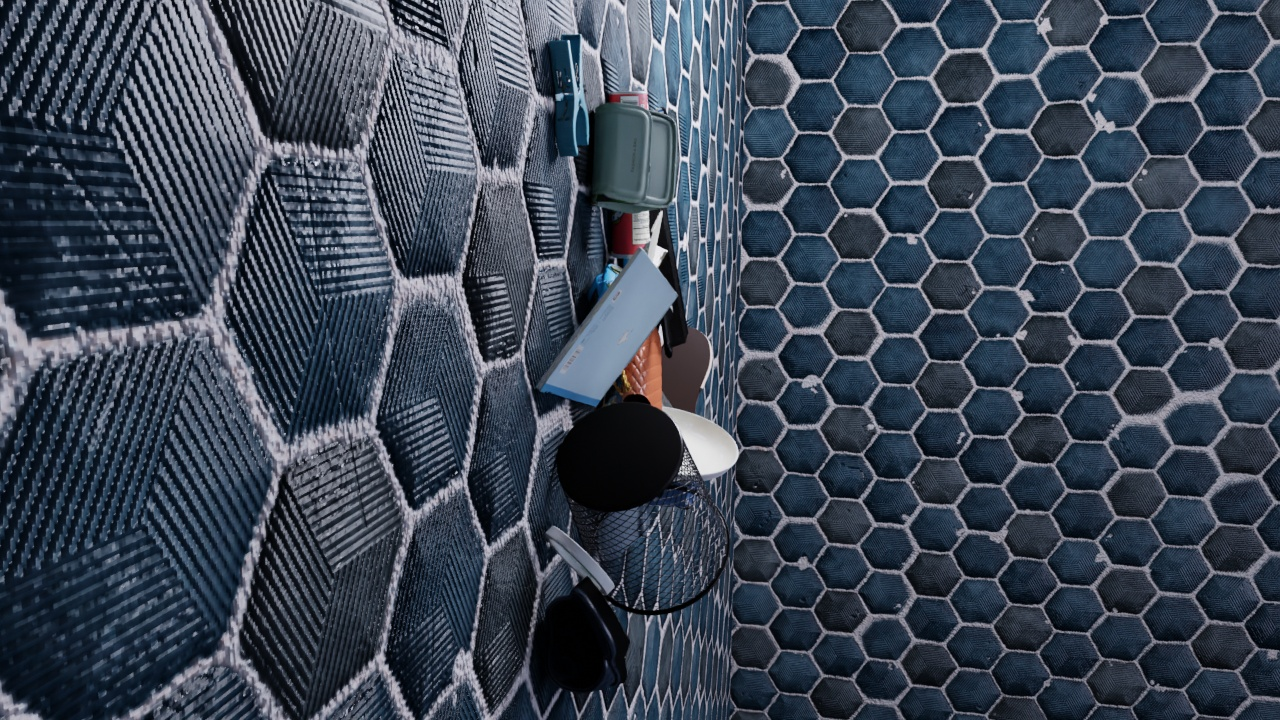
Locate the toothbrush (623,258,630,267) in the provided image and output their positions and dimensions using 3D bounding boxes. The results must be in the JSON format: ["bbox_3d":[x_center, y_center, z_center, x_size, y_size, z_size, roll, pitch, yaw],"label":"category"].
[{"bbox_3d":[-0.021,-0.132,1.302,0.022,0.017,0.135,-16,108,-75],"label":"toothbrush"}]

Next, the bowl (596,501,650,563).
[{"bbox_3d":[-0.018,0.216,1.280,0.137,0.057,0.137,3,89,-79],"label":"bowl"}]

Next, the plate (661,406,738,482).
[{"bbox_3d":[0.044,0.123,1.284,0.182,0.182,0.034,-63,166,-65],"label":"plate"}]

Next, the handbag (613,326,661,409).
[{"bbox_3d":[-0.007,0.008,1.255,0.109,0.060,0.171,77,10,-51],"label":"handbag"}]

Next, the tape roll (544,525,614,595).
[{"bbox_3d":[-0.065,0.213,0.977,0.013,0.093,0.093,-44,151,-18],"label":"tape roll"}]

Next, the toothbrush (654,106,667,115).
[{"bbox_3d":[0.007,-0.294,1.255,0.014,0.014,0.168,63,-23,12],"label":"toothbrush"}]

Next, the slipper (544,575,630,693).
[{"bbox_3d":[-0.071,0.316,1.013,0.109,0.083,0.266,54,-18,20],"label":"slipper"}]

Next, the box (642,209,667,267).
[{"bbox_3d":[0.001,-0.115,1.150,0.185,0.044,0.143,-60,-175,36],"label":"box"}]

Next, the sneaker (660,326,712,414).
[{"bbox_3d":[0.043,0.092,1.510,0.117,0.111,0.293,114,-14,-62],"label":"sneaker"}]

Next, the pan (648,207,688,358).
[{"bbox_3d":[0.041,-0.099,1.325,0.355,0.034,0.226,-94,173,-60],"label":"pan"}]

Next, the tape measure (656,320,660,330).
[{"bbox_3d":[0.007,-0.073,1.397,0.072,0.042,0.071,-64,148,-53],"label":"tape measure"}]

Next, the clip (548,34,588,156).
[{"bbox_3d":[-0.079,-0.271,0.966,0.130,0.030,0.119,82,20,-44],"label":"clip"}]

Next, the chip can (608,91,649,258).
[{"bbox_3d":[-0.015,-0.246,1.223,0.051,0.052,0.215,-50,141,-72],"label":"chip can"}]

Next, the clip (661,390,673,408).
[{"bbox_3d":[0.018,0.061,1.414,0.102,0.052,0.060,58,-40,35],"label":"clip"}]

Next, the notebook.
[{"bbox_3d":[-0.030,-0.028,1.055,0.181,0.009,0.253,-54,167,1],"label":"notebook"}]

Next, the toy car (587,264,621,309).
[{"bbox_3d":[-0.046,-0.086,1.129,0.105,0.032,0.048,-83,-163,-63],"label":"toy car"}]

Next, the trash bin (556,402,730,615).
[{"bbox_3d":[0.000,0.169,1.085,0.210,0.184,0.183,71,23,-47],"label":"trash bin"}]

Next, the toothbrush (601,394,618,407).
[{"bbox_3d":[-0.052,0.071,1.187,0.154,0.016,0.022,-45,145,-74],"label":"toothbrush"}]

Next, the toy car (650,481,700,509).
[{"bbox_3d":[0.027,0.181,1.329,0.054,0.154,0.056,34,65,-33],"label":"toy car"}]

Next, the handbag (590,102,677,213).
[{"bbox_3d":[-0.010,-0.247,1.137,0.106,0.067,0.122,3,90,-39],"label":"handbag"}]
